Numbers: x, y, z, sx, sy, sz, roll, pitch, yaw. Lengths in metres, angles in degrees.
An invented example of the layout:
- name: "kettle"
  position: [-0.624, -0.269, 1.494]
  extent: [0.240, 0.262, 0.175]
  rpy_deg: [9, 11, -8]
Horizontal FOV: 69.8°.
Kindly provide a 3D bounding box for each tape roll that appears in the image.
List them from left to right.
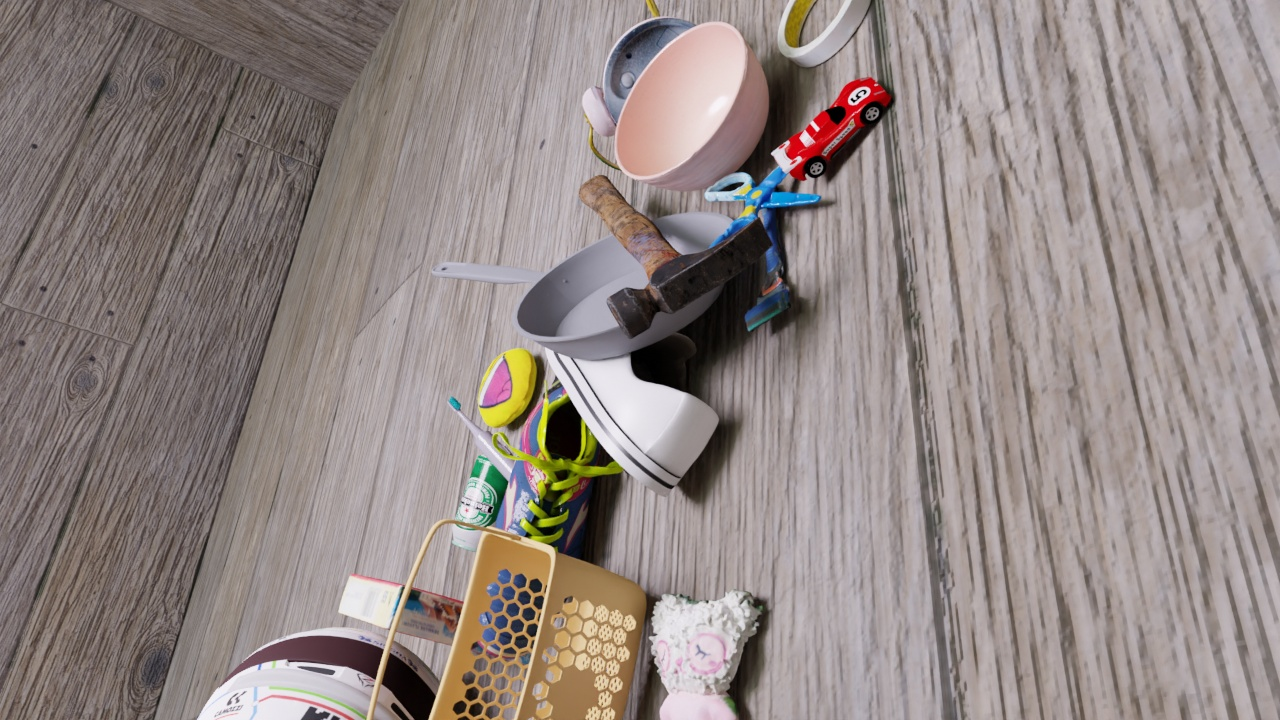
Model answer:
- name: "tape roll"
  position: [0.153, -0.291, 0.762]
  extent: [0.094, 0.019, 0.093]
  rpy_deg: [-39, 40, 41]

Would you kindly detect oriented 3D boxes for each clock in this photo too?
- name: "clock"
  position: [0.012, -0.252, 0.879]
  extent: [0.158, 0.116, 0.058]
  rpy_deg: [-57, 20, 19]

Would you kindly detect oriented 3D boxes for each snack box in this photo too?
- name: "snack box"
  position: [-0.183, 0.236, 0.838]
  extent: [0.143, 0.145, 0.040]
  rpy_deg: [-14, 56, 55]

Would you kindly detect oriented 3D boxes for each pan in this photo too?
- name: "pan"
  position: [-0.068, -0.068, 0.816]
  extent: [0.357, 0.051, 0.200]
  rpy_deg: [3, 37, 43]

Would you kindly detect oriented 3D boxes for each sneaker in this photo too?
- name: "sneaker"
  position: [-0.086, 0.126, 0.778]
  extent: [0.091, 0.116, 0.241]
  rpy_deg: [-45, 29, 52]
- name: "sneaker"
  position: [-0.004, 0.005, 0.763]
  extent: [0.097, 0.091, 0.245]
  rpy_deg: [-49, 29, 9]

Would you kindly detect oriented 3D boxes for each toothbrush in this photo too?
- name: "toothbrush"
  position: [-0.133, 0.095, 0.886]
  extent: [0.188, 0.018, 0.019]
  rpy_deg: [42, 113, 29]

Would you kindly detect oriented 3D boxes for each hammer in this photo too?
- name: "hammer"
  position: [0.001, -0.113, 0.764]
  extent: [0.120, 0.033, 0.330]
  rpy_deg: [-30, 26, -1]

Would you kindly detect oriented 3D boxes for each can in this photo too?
- name: "can"
  position: [-0.158, 0.146, 0.949]
  extent: [0.053, 0.053, 0.101]
  rpy_deg: [4, 74, 60]

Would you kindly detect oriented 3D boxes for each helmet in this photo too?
- name: "helmet"
  position: [-0.281, 0.359, 0.828]
  extent: [0.315, 0.231, 0.235]
  rpy_deg: [-59, 2, 24]

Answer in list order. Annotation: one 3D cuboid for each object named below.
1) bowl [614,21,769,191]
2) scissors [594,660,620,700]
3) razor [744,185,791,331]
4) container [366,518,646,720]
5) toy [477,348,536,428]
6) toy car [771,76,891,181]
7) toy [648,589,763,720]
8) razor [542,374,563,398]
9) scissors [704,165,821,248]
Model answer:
- name: "bowl"
  position: [0.056, -0.208, 0.801]
  extent: [0.153, 0.076, 0.152]
  rpy_deg: [-26, 52, 38]
- name: "scissors"
  position: [-0.048, 0.276, 0.720]
  extent: [0.129, 0.014, 0.119]
  rpy_deg: [14, 86, 63]
- name: "razor"
  position: [0.102, -0.086, 0.709]
  extent: [0.044, 0.018, 0.140]
  rpy_deg: [-33, 40, 43]
- name: "container"
  position: [-0.101, 0.218, 0.656]
  extent: [0.129, 0.167, 0.183]
  rpy_deg: [-3, 69, 59]
- name: "toy"
  position: [-0.148, 0.030, 1.026]
  extent: [0.094, 0.041, 0.095]
  rpy_deg: [29, 93, 57]
- name: "toy car"
  position: [0.142, -0.173, 0.684]
  extent: [0.090, 0.025, 0.038]
  rpy_deg: [-44, 36, 21]
- name: "toy"
  position: [0.037, 0.204, 0.600]
  extent: [0.096, 0.041, 0.108]
  rpy_deg: [-25, 56, 49]
- name: "razor"
  position: [-0.088, -0.010, 0.972]
  extent: [0.044, 0.021, 0.144]
  rpy_deg: [-35, 41, 18]
- name: "scissors"
  position: [0.090, -0.126, 0.721]
  extent: [0.125, 0.013, 0.130]
  rpy_deg: [-46, 37, -12]
